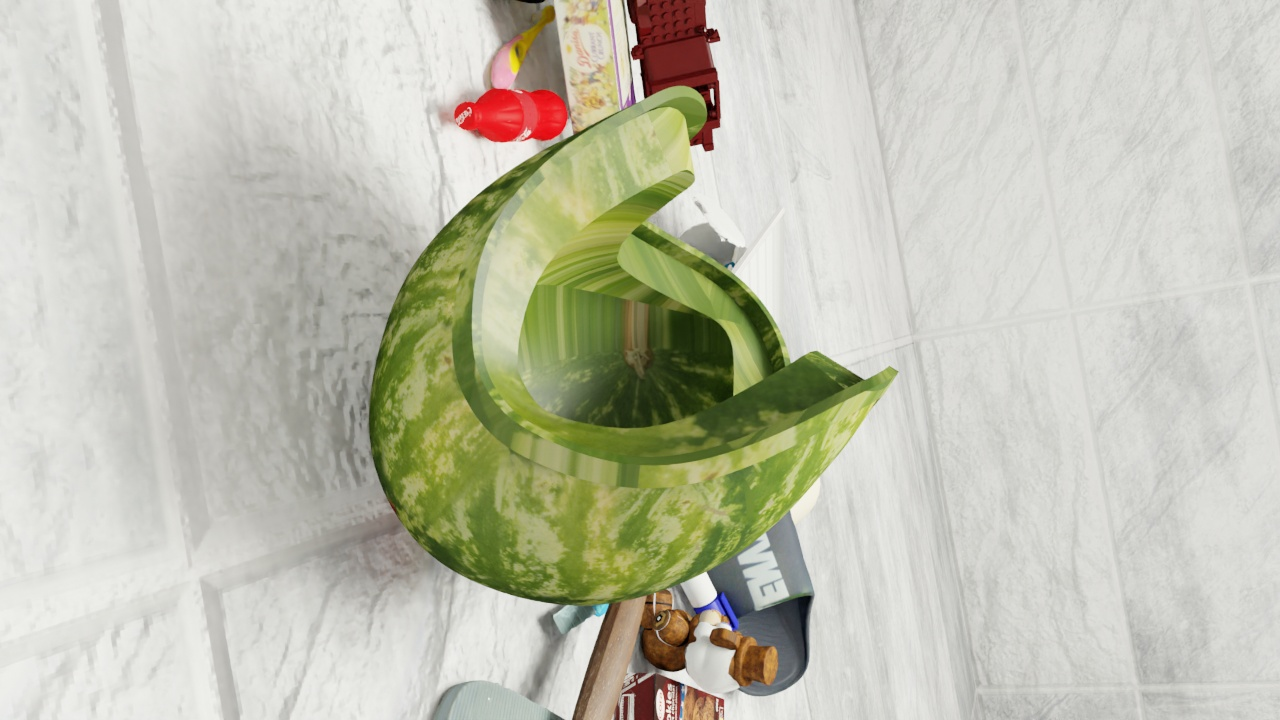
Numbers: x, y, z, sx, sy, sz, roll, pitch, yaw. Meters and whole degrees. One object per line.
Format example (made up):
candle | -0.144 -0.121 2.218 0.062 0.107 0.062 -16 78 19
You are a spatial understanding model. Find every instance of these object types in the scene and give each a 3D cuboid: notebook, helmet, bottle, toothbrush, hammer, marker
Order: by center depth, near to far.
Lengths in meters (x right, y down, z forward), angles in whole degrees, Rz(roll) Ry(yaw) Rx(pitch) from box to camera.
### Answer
helmet | -0.018 0.013 0.475 0.213 0.243 0.247 55 -13 9
hammer | -0.031 0.213 0.544 0.115 0.033 0.322 57 28 -20
bottle | -0.090 -0.169 0.634 0.118 0.036 0.036 -34 112 -64
toothbrush | -0.090 -0.236 0.692 0.135 0.016 0.021 -71 145 -44
marker | 0.039 0.166 0.760 0.133 0.027 0.023 63 11 -1
notebook | 0.093 -0.033 0.890 0.209 0.009 0.143 -53 150 -34

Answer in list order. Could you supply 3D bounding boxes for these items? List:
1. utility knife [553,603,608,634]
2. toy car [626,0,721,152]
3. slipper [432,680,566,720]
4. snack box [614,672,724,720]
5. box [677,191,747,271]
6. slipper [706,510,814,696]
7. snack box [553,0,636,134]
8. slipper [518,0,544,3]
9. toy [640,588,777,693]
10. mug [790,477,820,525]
utility knife | -0.018 0.165 0.687 0.205 0.015 0.031 -7 84 -70
toy car | 0.030 -0.239 0.768 0.170 0.070 0.061 80 -5 -50
slipper | -0.041 0.276 0.564 0.269 0.055 0.098 50 33 -30
snack box | 0.026 0.282 0.718 0.141 0.032 0.051 45 41 -53
box | 0.072 -0.104 0.913 0.166 0.092 0.083 30 34 -58
slipper | 0.097 0.206 0.800 0.083 0.110 0.268 -114 -172 -65
snack box | -0.033 -0.255 0.714 0.143 0.040 0.148 -84 168 -62
slipper | -0.109 -0.305 0.596 0.267 0.076 0.113 -10 89 -66
toy | 0.050 0.220 0.708 0.087 0.113 0.067 57 43 -42
mug | 0.097 0.119 0.878 0.120 0.096 0.099 43 37 22
